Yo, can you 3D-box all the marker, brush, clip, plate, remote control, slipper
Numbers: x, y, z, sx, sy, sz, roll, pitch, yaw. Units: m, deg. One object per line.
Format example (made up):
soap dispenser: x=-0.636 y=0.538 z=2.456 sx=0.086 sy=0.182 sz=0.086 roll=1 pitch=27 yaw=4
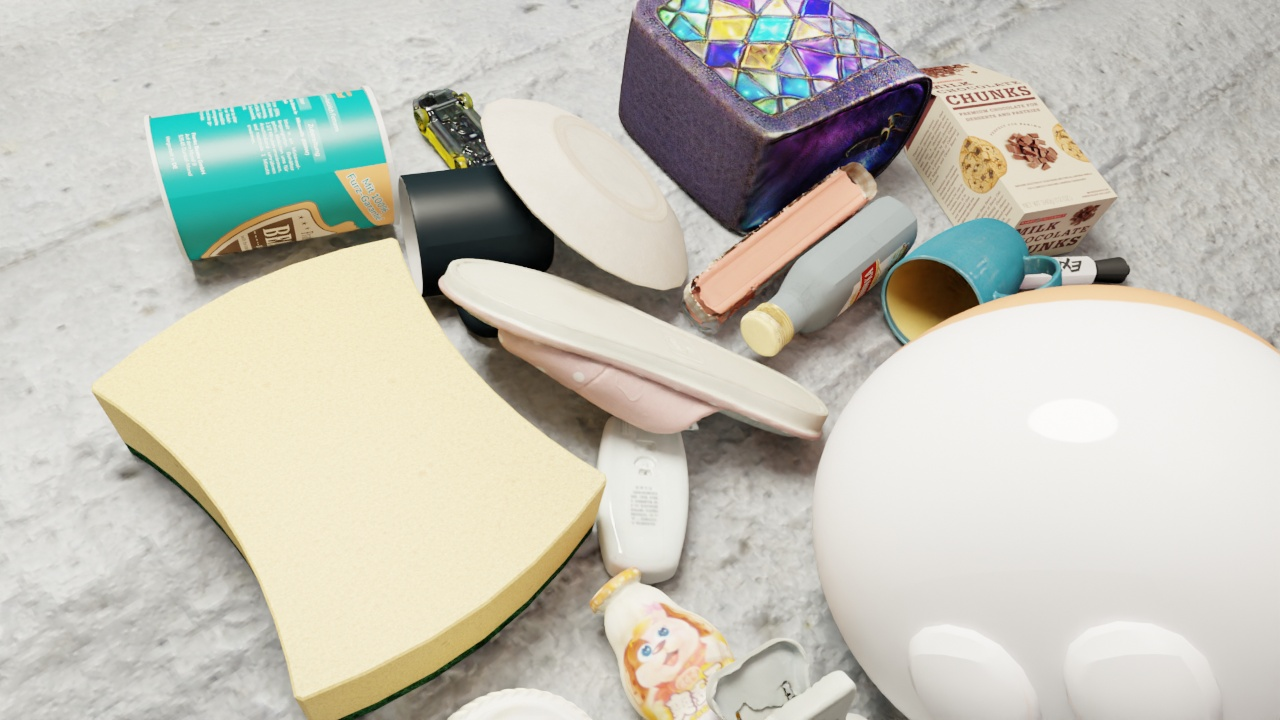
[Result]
marker: x=0.350 y=-0.073 z=0.762 sx=0.125 sy=0.025 sz=0.025 roll=-3 pitch=58 yaw=-13
brush: x=-0.167 y=0.060 z=0.544 sx=0.194 sy=0.075 sz=0.250 roll=-33 pitch=68 yaw=-28
clip: x=0.084 y=0.218 z=0.461 sx=0.124 sy=0.147 sz=0.082 roll=-22 pitch=23 yaw=-26
plate: x=-0.029 y=-0.130 z=0.664 sx=0.188 sy=0.027 sz=0.188 roll=34 pitch=29 yaw=-22
remote control: x=0.001 y=0.086 z=0.588 sx=0.060 sy=0.028 sz=0.114 roll=4 pitch=54 yaw=-9
slipper: x=-0.004 y=0.004 z=0.605 sx=0.274 sy=0.054 sz=0.114 roll=21 pitch=17 yaw=-12

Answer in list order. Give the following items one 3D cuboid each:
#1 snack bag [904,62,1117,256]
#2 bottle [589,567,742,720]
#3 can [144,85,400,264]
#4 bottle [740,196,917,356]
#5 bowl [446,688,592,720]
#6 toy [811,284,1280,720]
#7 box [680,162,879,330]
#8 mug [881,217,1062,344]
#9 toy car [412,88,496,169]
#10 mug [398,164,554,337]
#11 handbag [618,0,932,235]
snack bag: x=0.301 y=-0.187 z=0.802 sx=0.094 sy=0.070 sz=0.206 roll=-12 pitch=60 yaw=-18
bottle: x=0.017 y=0.169 z=0.516 sx=0.063 sy=0.063 sz=0.108 roll=-31 pitch=67 yaw=-27
can: x=-0.252 y=-0.130 z=0.639 sx=0.143 sy=0.099 sz=0.099 roll=-15 pitch=61 yaw=-20
bottle: x=0.138 y=-0.058 z=0.683 sx=0.160 sy=0.072 sz=0.046 roll=-37 pitch=72 yaw=-29
bowl: x=-0.061 y=0.220 z=0.467 sx=0.115 sy=0.063 sz=0.115 roll=5 pitch=56 yaw=-8
toy: x=0.237 y=0.086 z=0.501 sx=0.279 sy=0.263 sz=0.266 roll=-46 pitch=116 yaw=-50
box: x=0.108 y=-0.090 z=0.693 sx=0.186 sy=0.053 sz=0.058 roll=-40 pitch=51 yaw=-17
mug: x=0.257 y=-0.060 z=0.692 sx=0.112 sy=0.084 sz=0.104 roll=9 pitch=34 yaw=43
toy car: x=-0.142 y=-0.178 z=0.734 sx=0.049 sy=0.030 sz=0.107 roll=-29 pitch=69 yaw=-25
mug: x=-0.112 y=-0.076 z=0.649 sx=0.094 sy=0.085 sz=0.121 roll=-11 pitch=88 yaw=-18
handbag: x=0.113 y=-0.236 z=0.764 sx=0.221 sy=0.126 sz=0.205 roll=-32 pitch=68 yaw=-25
